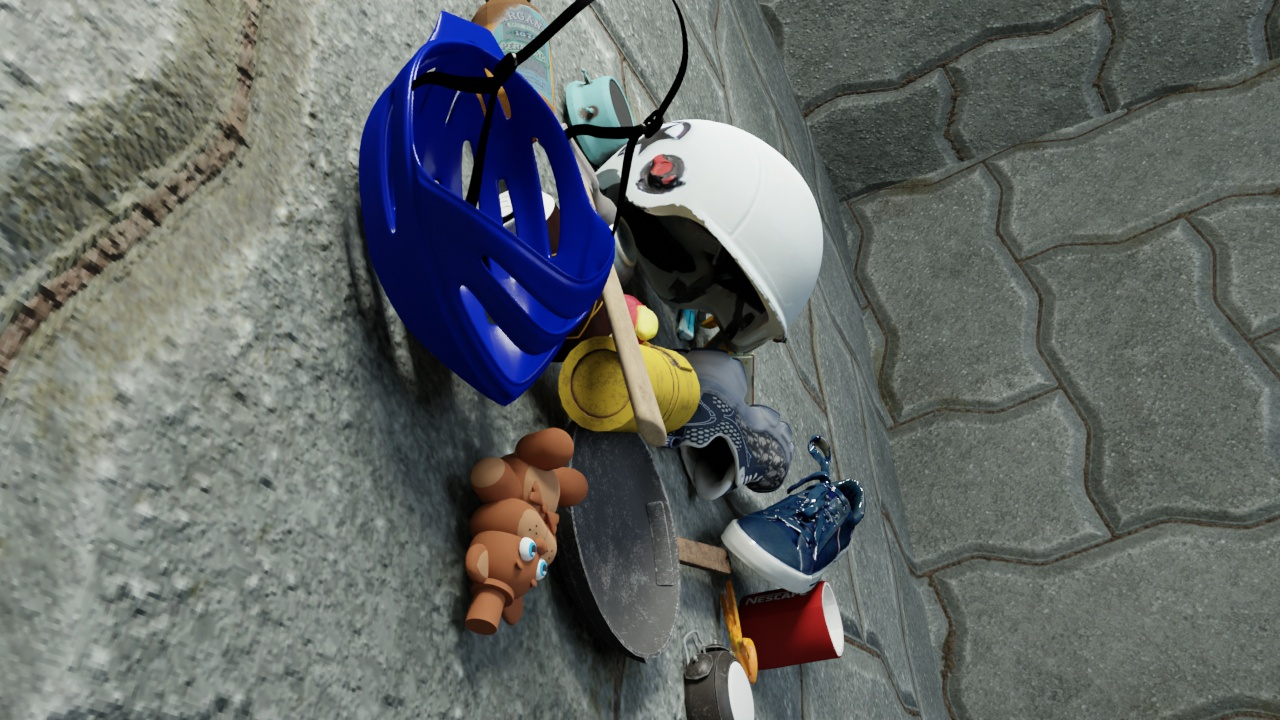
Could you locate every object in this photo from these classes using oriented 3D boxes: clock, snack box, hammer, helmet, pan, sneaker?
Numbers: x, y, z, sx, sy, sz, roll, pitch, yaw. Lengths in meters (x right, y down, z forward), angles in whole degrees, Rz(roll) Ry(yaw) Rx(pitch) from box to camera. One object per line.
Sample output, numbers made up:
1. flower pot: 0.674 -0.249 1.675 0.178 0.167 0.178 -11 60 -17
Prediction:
1. clock: -0.037 -0.246 0.972 0.124 0.053 0.090 47 33 -57
2. snack box: 0.123 0.002 1.164 0.146 0.041 0.143 -83 170 -49
3. hammer: -0.028 -0.063 0.662 0.119 0.031 0.330 57 13 -42
4. helmet: 0.085 -0.139 0.913 0.236 0.163 0.264 49 -10 -37
5. clock: 0.075 0.310 0.848 0.091 0.044 0.122 9 66 -69
6. pan: 0.009 0.160 0.801 0.357 0.040 0.207 40 39 -60
7. sneaker: 0.189 0.170 1.038 0.121 0.127 0.294 38 18 25
8. sneaker: 0.092 0.103 1.018 0.269 0.103 0.132 51 45 -47
9. helmet: -0.061 -0.110 0.538 0.147 0.228 0.241 2 68 -52

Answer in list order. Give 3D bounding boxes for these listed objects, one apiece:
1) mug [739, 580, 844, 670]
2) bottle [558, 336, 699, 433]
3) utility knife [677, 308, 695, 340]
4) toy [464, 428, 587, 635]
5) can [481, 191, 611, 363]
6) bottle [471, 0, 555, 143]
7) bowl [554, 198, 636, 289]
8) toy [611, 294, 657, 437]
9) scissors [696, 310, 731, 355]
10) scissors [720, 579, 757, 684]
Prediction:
1. mug: 0.176 0.297 1.054 0.116 0.097 0.080 -31 104 -70
2. bottle: 0.003 0.023 0.734 0.163 0.071 0.071 13 63 -68
3. utility knife: 0.060 -0.074 1.162 0.022 0.015 0.158 39 31 -20
4. toy: -0.075 0.108 0.573 0.127 0.065 0.095 -78 153 -44
5. can: -0.072 -0.063 0.700 0.071 0.072 0.128 -82 149 -50
6. bottle: -0.109 -0.259 0.763 0.068 0.068 0.156 42 37 -56
7. bowl: -0.038 -0.105 0.855 0.110 0.055 0.110 -16 90 -70
8. toy: -0.005 0.005 0.850 0.105 0.067 0.137 -46 126 -65
9. scissors: 0.114 -0.046 1.035 0.016 0.226 0.165 23 70 -21
10. scissors: 0.096 0.291 0.947 0.133 0.012 0.084 -105 -157 -58
